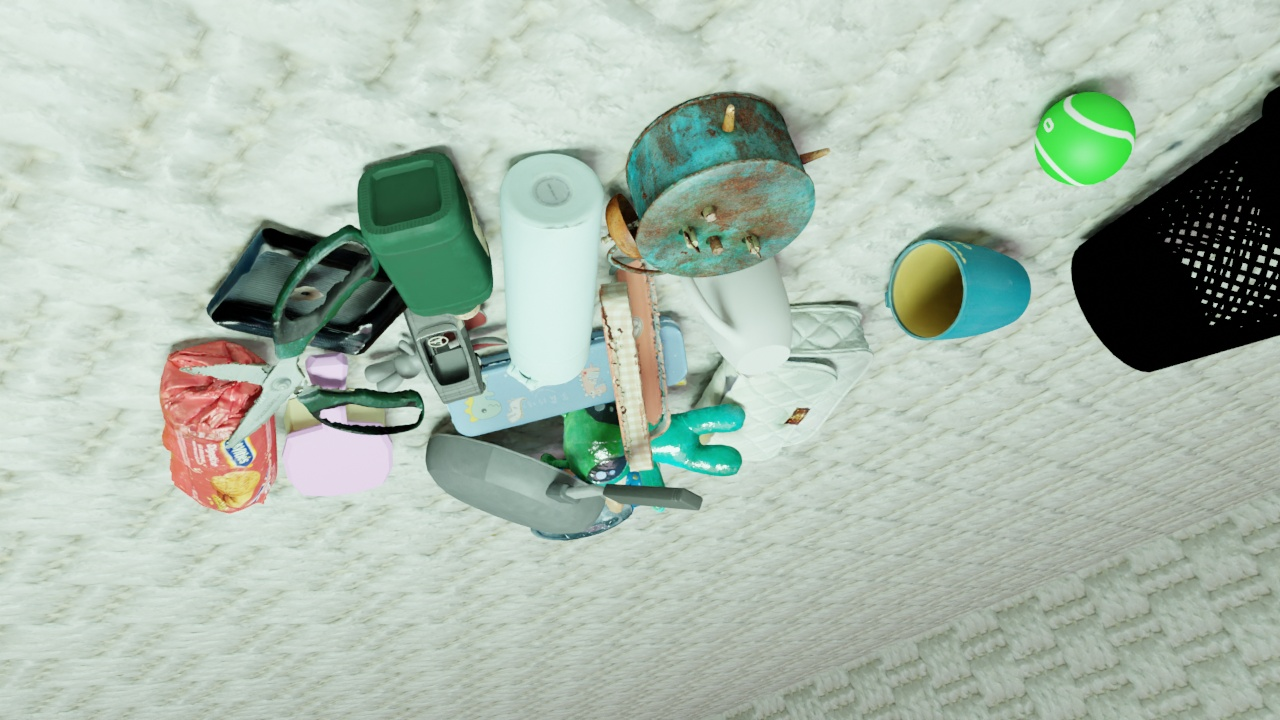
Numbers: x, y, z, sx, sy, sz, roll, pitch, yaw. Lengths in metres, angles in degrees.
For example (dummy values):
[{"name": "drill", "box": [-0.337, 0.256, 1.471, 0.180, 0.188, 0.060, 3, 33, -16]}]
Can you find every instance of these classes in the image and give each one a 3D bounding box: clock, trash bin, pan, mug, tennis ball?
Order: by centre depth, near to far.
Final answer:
[{"name": "clock", "box": [0.042, -0.099, 0.618, 0.121, 0.073, 0.158, 10, 143, -39]}, {"name": "tennis ball", "box": [0.317, -0.158, 0.656, 0.065, 0.065, 0.065, -12, 151, -7]}, {"name": "mug", "box": [0.072, -0.041, 0.716, 0.107, 0.089, 0.071, 16, 139, -43]}, {"name": "trash bin", "box": [0.488, -0.089, 0.759, 0.195, 0.195, 0.200, 3, 156, -31]}, {"name": "pan", "box": [-0.070, 0.116, 0.795, 0.178, 0.041, 0.358, 31, 159, -30]}, {"name": "mug", "box": [0.273, -0.060, 0.808, 0.104, 0.084, 0.112, -3, 178, -32]}, {"name": "clock", "box": [-0.053, 0.147, 1.022, 0.161, 0.060, 0.117, -20, 150, 5]}]

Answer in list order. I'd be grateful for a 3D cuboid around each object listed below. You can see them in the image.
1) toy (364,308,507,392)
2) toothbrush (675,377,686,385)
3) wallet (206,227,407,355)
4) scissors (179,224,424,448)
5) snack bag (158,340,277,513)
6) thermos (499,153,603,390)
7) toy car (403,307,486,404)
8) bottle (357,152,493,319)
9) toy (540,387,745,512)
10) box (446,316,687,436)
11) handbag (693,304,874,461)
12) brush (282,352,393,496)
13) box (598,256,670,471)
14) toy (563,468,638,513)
[{"name": "toy", "box": [-0.164, -0.005, 0.726, 0.112, 0.030, 0.049, -25, 136, 6]}, {"name": "toothbrush", "box": [-0.005, 0.005, 0.836, 0.135, 0.016, 0.021, 14, 138, -42]}, {"name": "wallet", "box": [-0.223, -0.046, 0.629, 0.114, 0.026, 0.089, 16, 138, -43]}, {"name": "scissors", "box": [-0.208, 0.000, 0.646, 0.202, 0.015, 0.201, -46, 146, 19]}, {"name": "snack bag", "box": [-0.325, 0.055, 0.708, 0.082, 0.082, 0.177, -3, 148, -21]}, {"name": "thermos", "box": [-0.064, -0.053, 0.654, 0.077, 0.065, 0.207, -51, 165, -28]}, {"name": "toy car", "box": [-0.146, -0.010, 0.686, 0.040, 0.037, 0.092, -16, 114, 1]}, {"name": "bottle", "box": [-0.132, -0.068, 0.598, 0.061, 0.061, 0.131, -13, 151, 0]}, {"name": "toy", "box": [-0.001, 0.072, 0.846, 0.193, 0.130, 0.072, 2, -175, -2]}, {"name": "box", "box": [-0.062, 0.015, 0.780, 0.209, 0.037, 0.066, -13, 117, -3]}, {"name": "handbag", "box": [0.132, 0.027, 0.884, 0.138, 0.072, 0.195, -4, 149, -17]}, {"name": "brush", "box": [-0.253, 0.047, 0.760, 0.089, 0.043, 0.229, -6, 150, -18]}, {"name": "box", "box": [-0.004, 0.006, 0.738, 0.048, 0.085, 0.187, 1, 132, 9]}, {"name": "toy", "box": [-0.039, 0.091, 0.911, 0.074, 0.085, 0.106, -33, 144, -12]}]
